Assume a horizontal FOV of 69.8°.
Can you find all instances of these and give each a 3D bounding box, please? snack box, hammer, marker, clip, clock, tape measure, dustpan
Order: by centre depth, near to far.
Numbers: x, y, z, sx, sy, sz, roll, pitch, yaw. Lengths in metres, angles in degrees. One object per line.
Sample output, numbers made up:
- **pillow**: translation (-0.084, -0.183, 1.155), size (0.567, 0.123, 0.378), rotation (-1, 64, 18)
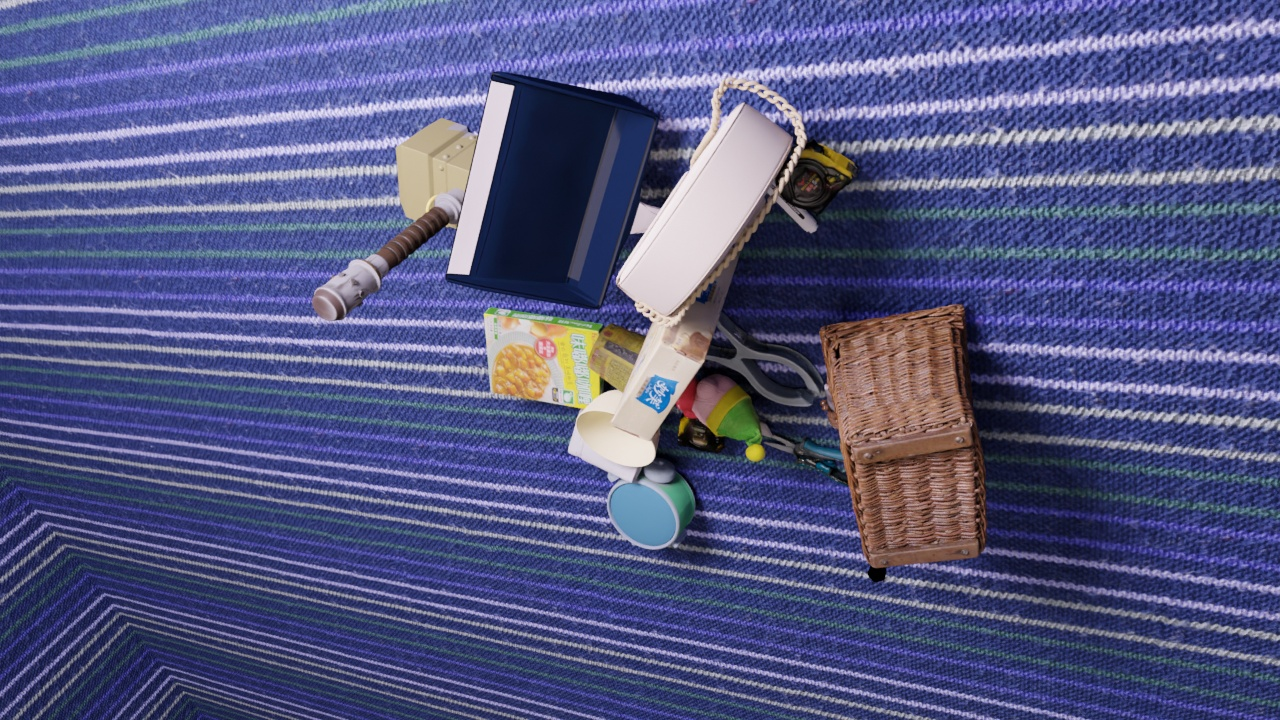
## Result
- **tape measure**: translation (0.181, -0.195, 0.971), size (0.072, 0.042, 0.072), rotation (33, 136, -6)
- **marker**: translation (0.146, -0.188, 1.010), size (0.133, 0.017, 0.020), rotation (43, 107, -10)
- **dustpan**: translation (-0.054, -0.172, 1.022), size (0.080, 0.272, 0.237), rotation (42, 122, 42)
- **hammer**: translation (-0.250, -0.144, 1.040), size (0.190, 0.323, 0.101), rotation (22, 134, 15)
- **snack box**: translation (0.042, -0.028, 1.065), size (0.055, 0.206, 0.154), rotation (27, 135, -5)
- **clip**: translation (0.147, 0.014, 1.171), size (0.163, 0.027, 0.108), rotation (33, 133, 2)
- **marker**: translation (0.318, 0.238, 1.195), size (0.025, 0.125, 0.025), rotation (15, 132, 17)
- **tape measure**: translation (0.086, 0.096, 1.263), size (0.067, 0.038, 0.063), rotation (16, 132, 17)
- **snack box**: translation (-0.135, -0.001, 1.286), size (0.168, 0.027, 0.132), rotation (9, 122, 13)
- **clock**: translation (0.012, 0.197, 1.368), size (0.122, 0.075, 0.162), rotation (-4, 112, 32)

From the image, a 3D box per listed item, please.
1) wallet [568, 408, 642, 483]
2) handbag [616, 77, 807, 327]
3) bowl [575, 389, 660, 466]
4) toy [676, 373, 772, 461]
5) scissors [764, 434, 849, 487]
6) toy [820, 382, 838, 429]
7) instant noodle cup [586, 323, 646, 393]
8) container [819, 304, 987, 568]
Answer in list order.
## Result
- **wallet**: translation (-0.044, 0.119, 1.333), size (0.116, 0.032, 0.086), rotation (26, 99, 19)
- **handbag**: translation (0.059, -0.154, 0.922), size (0.103, 0.210, 0.209), rotation (34, 151, -5)
- **bowl**: translation (-0.020, 0.080, 1.261), size (0.118, 0.073, 0.118), rotation (18, 143, 14)
- **toy**: translation (0.111, 0.074, 1.187), size (0.131, 0.096, 0.124), rotation (15, 160, 20)
- **scissors**: translation (0.244, 0.134, 1.224), size (0.149, 0.019, 0.123), rotation (48, 133, -12)
- **toy**: translation (0.249, 0.046, 1.134), size (0.055, 0.041, 0.102), rotation (-20, 126, 14)
- **instant noodle cup**: translation (-0.007, 0.007, 1.203), size (0.108, 0.102, 0.102), rotation (29, 135, 13)
- **container**: translation (0.301, 0.098, 1.023), size (0.162, 0.182, 0.250), rotation (-10, 124, 15)
